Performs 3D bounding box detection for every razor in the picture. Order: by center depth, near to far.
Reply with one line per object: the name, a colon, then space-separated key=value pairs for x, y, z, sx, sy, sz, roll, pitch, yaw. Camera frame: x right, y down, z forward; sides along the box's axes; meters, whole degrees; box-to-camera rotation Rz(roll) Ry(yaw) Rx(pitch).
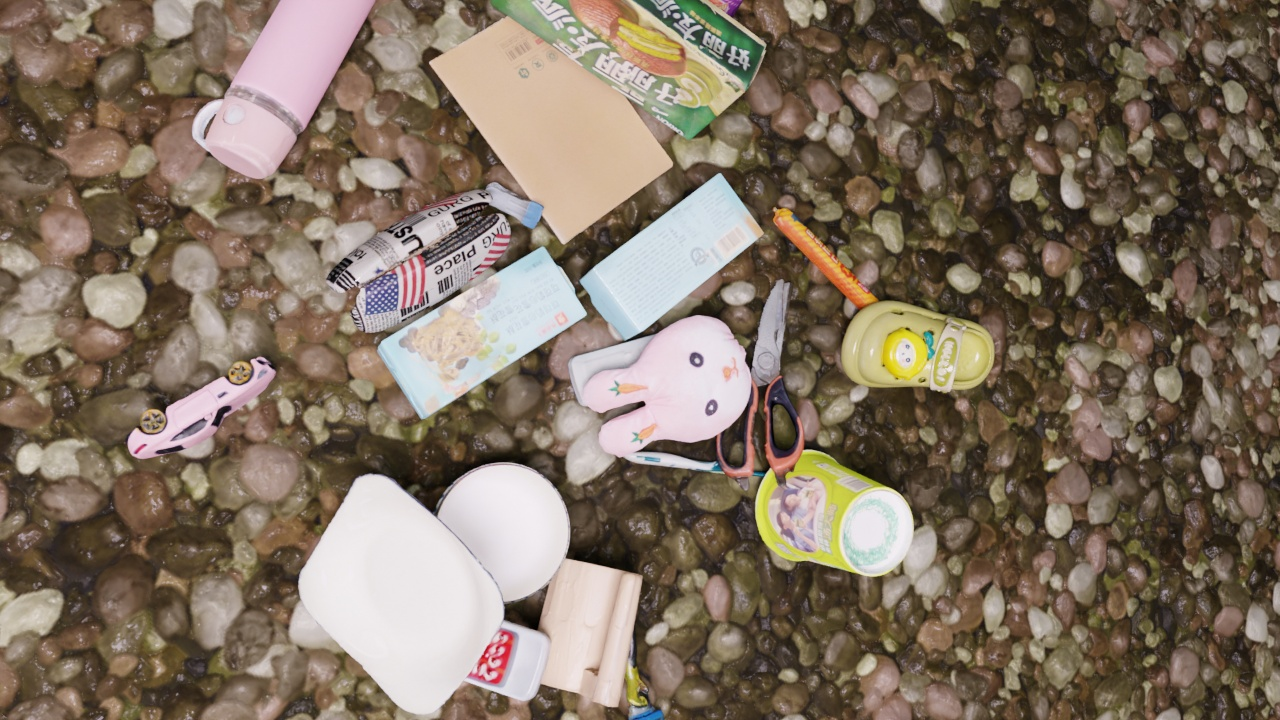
razor: x=-0.009 y=0.266 z=0.836 sx=0.042 sy=0.022 sz=0.142 roll=3 pitch=75 yaw=-53

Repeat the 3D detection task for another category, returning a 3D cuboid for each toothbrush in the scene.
toothbrush: x=0.073 y=0.100 z=0.891 sx=0.191 sy=0.016 sz=0.018 roll=9 pitch=70 yaw=-19

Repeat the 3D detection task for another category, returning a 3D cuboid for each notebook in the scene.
notebook: x=-0.081 y=-0.235 z=0.883 sx=0.147 sy=0.008 sz=0.207 roll=-39 pitch=97 yaw=-20

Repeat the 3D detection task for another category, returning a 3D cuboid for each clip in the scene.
clip: x=-0.119 y=-0.145 z=0.850 sx=0.058 sy=0.038 sz=0.026 roll=25 pitch=109 yaw=-12

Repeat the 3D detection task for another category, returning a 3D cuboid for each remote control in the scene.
remote control: x=-0.143 y=0.236 z=0.760 sx=0.136 sy=0.020 sz=0.055 roll=14 pitch=77 yaw=14
remote control: x=-0.005 y=0.005 z=0.870 sx=0.124 sy=0.024 sz=0.049 roll=-17 pitch=90 yaw=-22

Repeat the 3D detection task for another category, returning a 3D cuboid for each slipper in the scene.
slipper: x=0.301 y=-0.010 z=0.946 sx=0.190 sy=0.082 sz=0.091 roll=5 pitch=95 yaw=-23

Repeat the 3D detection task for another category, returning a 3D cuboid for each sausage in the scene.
sausage: x=0.196 y=-0.101 z=0.957 sx=0.165 sy=0.021 sz=0.021 roll=43 pitch=71 yaw=-10

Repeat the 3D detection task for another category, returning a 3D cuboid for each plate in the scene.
plate: x=-0.185 y=0.182 z=0.729 sx=0.163 sy=0.034 sz=0.165 roll=41 pitch=114 yaw=11

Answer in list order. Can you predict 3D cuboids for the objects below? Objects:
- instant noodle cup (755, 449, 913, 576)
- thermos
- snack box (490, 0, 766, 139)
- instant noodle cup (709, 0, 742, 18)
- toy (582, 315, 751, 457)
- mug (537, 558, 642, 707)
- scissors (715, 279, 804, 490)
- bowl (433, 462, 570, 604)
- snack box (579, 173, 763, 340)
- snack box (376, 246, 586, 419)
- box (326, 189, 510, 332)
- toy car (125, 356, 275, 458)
instant noodle cup: x=0.186 y=0.148 z=0.857 sx=0.111 sy=0.123 sz=0.111 roll=-2 pitch=95 yaw=-22
thermos: x=-0.304 y=-0.253 z=0.780 sx=0.087 sy=0.067 sz=0.198 roll=20 pitch=76 yaw=16
snack box: x=-0.012 y=-0.314 z=0.854 sx=0.240 sy=0.115 sz=0.063 roll=31 pitch=67 yaw=-17
instant noodle cup: x=0.059 y=-0.376 z=0.903 sx=0.111 sy=0.099 sz=0.111 roll=2 pitch=83 yaw=-18
toy: x=0.029 y=0.028 z=0.847 sx=0.159 sy=0.054 sz=0.121 roll=-26 pitch=113 yaw=-11
mug: x=-0.039 y=0.227 z=0.777 sx=0.084 sy=0.125 sz=0.103 roll=17 pitch=76 yaw=-21
scissors: x=0.136 y=0.019 z=0.902 sx=0.208 sy=0.015 sz=0.185 roll=-41 pitch=66 yaw=-9
bowl: x=-0.125 y=0.146 z=0.786 sx=0.116 sy=0.066 sz=0.116 roll=3 pitch=82 yaw=-20
snack box: x=0.031 y=-0.100 z=0.882 sx=0.174 sy=0.052 sz=0.074 roll=-39 pitch=95 yaw=-21
snack box: x=-0.139 y=-0.025 z=0.811 sx=0.174 sy=0.052 sz=0.074 roll=-34 pitch=94 yaw=-20
box: x=-0.185 y=-0.082 z=0.802 sx=0.162 sy=0.076 sz=0.087 roll=-35 pitch=115 yaw=-23
toy car: x=-0.344 y=0.040 z=0.727 sx=0.122 sy=0.056 sz=0.037 roll=-35 pitch=91 yaw=-20
